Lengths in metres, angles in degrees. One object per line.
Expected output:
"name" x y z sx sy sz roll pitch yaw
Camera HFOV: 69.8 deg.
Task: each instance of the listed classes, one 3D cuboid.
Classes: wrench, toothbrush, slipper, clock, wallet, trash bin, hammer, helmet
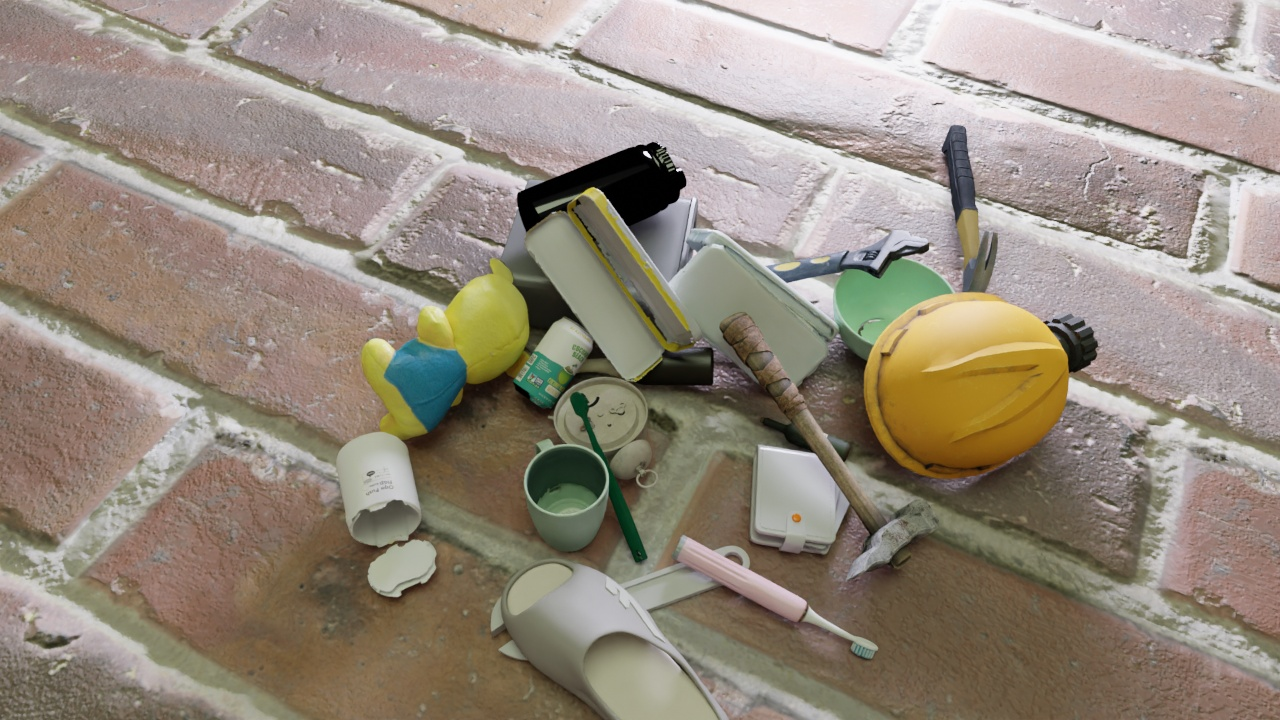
"wrench" 0.212 -0.115 1.123 0.274 0.022 0.073 -9 40 26
"toothbrush" 0.134 0.239 0.924 0.222 0.026 0.027 27 15 10
"slipper" -0.019 0.279 0.850 0.266 0.081 0.112 43 66 16
"toothbrush" -0.033 0.121 0.964 0.016 0.017 0.190 -22 89 9
"clock" -0.030 0.089 1.017 0.103 0.061 0.157 -30 53 -18
"wallet" 0.179 0.152 0.992 0.115 0.038 0.118 9 53 -1
"wrench" -0.018 0.236 0.937 0.273 0.018 0.086 -17 56 -15
"trash bin" -0.050 -0.126 1.150 0.220 0.098 0.191 8 54 5
"hammer" 0.184 0.081 0.981 0.121 0.049 0.318 -24 72 -31
"helmet" 0.382 0.019 0.988 0.255 0.131 0.205 -21 90 -20
"hammer" 0.434 -0.207 1.225 0.025 0.118 0.332 9 49 2

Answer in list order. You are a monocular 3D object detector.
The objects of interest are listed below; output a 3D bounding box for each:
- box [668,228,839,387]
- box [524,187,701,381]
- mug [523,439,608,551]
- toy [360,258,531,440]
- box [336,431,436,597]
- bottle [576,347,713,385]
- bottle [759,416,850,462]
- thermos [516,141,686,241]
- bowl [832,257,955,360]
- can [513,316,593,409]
"box" 0.117 -0.048 1.071 0.215 0.106 0.127 35 84 -18
"box" -0.028 -0.083 1.018 0.117 0.210 0.057 -31 13 23
"mug" -0.081 0.136 0.953 0.084 0.104 0.111 -21 58 -16
"toy" -0.204 -0.006 1.027 0.213 0.149 0.084 -36 51 -28
"box" -0.262 0.158 0.949 0.083 0.093 0.166 -12 47 -15
"bottle" -0.006 0.006 1.087 0.184 0.045 0.045 0 54 8
"bottle" 0.186 0.087 1.045 0.106 0.025 0.025 22 56 13
"thermos" -0.038 -0.196 1.088 0.198 0.086 0.086 -26 59 -17
"bowl" 0.302 -0.049 1.116 0.151 0.077 0.150 1 54 -1
"can" -0.099 0.003 1.059 0.055 0.055 0.101 33 85 20
